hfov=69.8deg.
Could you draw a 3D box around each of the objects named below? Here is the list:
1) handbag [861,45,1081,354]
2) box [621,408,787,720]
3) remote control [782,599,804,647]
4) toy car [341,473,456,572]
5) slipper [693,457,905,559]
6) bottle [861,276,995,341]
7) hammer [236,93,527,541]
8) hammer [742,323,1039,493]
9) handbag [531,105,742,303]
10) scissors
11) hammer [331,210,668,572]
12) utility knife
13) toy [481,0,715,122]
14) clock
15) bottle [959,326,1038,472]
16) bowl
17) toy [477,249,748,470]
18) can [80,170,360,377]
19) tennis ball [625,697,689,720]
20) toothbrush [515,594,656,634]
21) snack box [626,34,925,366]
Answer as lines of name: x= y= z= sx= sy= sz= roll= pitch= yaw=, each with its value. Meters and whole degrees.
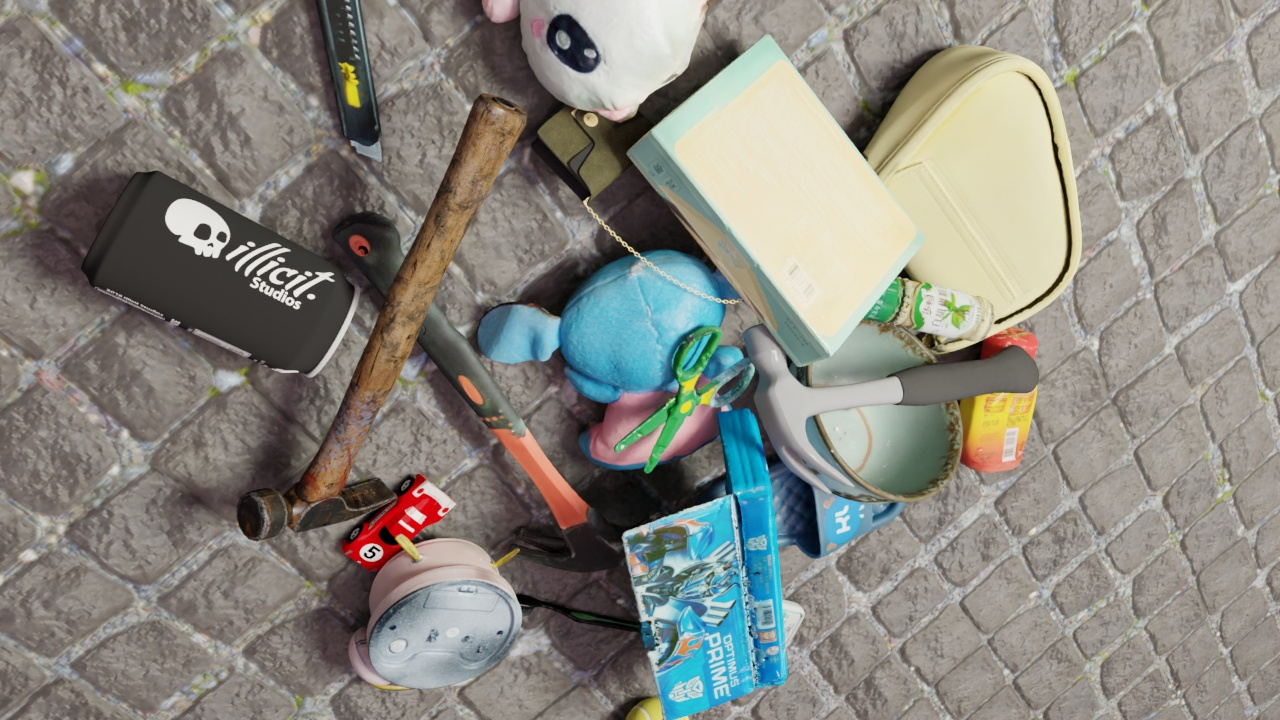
handbag: x=0.268 y=-0.128 z=0.754 sx=0.191 sy=0.088 sz=0.233 roll=-34 pitch=120 yaw=13
box: x=0.053 y=0.171 z=0.732 sx=0.114 sy=0.114 sz=0.244 roll=-9 pitch=127 yaw=3
remote control: x=0.093 y=0.239 z=0.867 sx=0.133 sy=0.022 sz=0.050 roll=20 pitch=103 yaw=-26
toy car: x=-0.188 y=0.128 z=0.714 sx=0.089 sy=0.025 sz=0.038 roll=-44 pitch=119 yaw=1
slipper: x=0.148 y=0.130 z=0.823 sx=0.213 sy=0.059 sz=0.104 roll=-8 pitch=112 yaw=-15
bottle: x=0.227 y=-0.043 z=0.738 sx=0.110 sy=0.042 sz=0.043 roll=13 pitch=107 yaw=-7
hammer: x=-0.153 y=-0.019 z=0.598 sx=0.119 sy=0.033 sz=0.331 roll=-8 pitch=134 yaw=-58
hammer: x=0.216 y=0.024 z=0.723 sx=0.310 sy=0.030 sz=0.125 roll=-5 pitch=75 yaw=-33
handbag: x=0.011 y=-0.109 z=0.635 sx=0.178 sy=0.027 sz=0.084 roll=47 pitch=67 yaw=-3
scissors: x=0.036 y=0.033 z=0.671 sx=0.112 sy=0.012 sz=0.131 roll=9 pitch=116 yaw=-42
hammer: x=-0.110 y=0.033 z=0.678 sx=0.133 sy=0.033 sz=0.333 roll=-20 pitch=115 yaw=28
utility knife: x=-0.187 y=-0.211 z=0.579 sx=0.028 sy=0.020 sz=0.174 roll=-12 pitch=116 yaw=-14
toy: x=-0.039 y=-0.246 z=0.583 sx=0.179 sy=0.101 sz=0.139 roll=38 pitch=108 yaw=-10
clock: x=-0.164 y=0.211 z=0.727 sx=0.116 sy=0.058 sz=0.158 roll=12 pitch=117 yaw=-30
bottle: x=0.335 y=0.036 z=0.858 sx=0.071 sy=0.048 sz=0.134 roll=-5 pitch=113 yaw=-19
bowl: x=0.175 y=0.050 z=0.766 sx=0.159 sy=0.094 sz=0.159 roll=12 pitch=63 yaw=-25
toy: x=-0.004 y=0.004 z=0.700 sx=0.224 sy=0.098 sz=0.192 roll=-12 pitch=126 yaw=-7
can: x=-0.261 y=-0.052 z=0.581 sx=0.146 sy=0.080 sz=0.080 roll=30 pitch=98 yaw=-28
tennis ball: x=0.016 y=0.350 z=0.859 sx=0.065 sy=0.065 sz=0.065 roll=-7 pitch=113 yaw=-18
toothbrush: x=-0.039 y=0.233 z=0.820 sx=0.188 sy=0.014 sz=0.017 roll=20 pitch=116 yaw=-26
snack box: x=0.102 y=-0.114 z=0.646 sx=0.193 sy=0.044 sz=0.141 roll=49 pitch=60 yaw=-9
